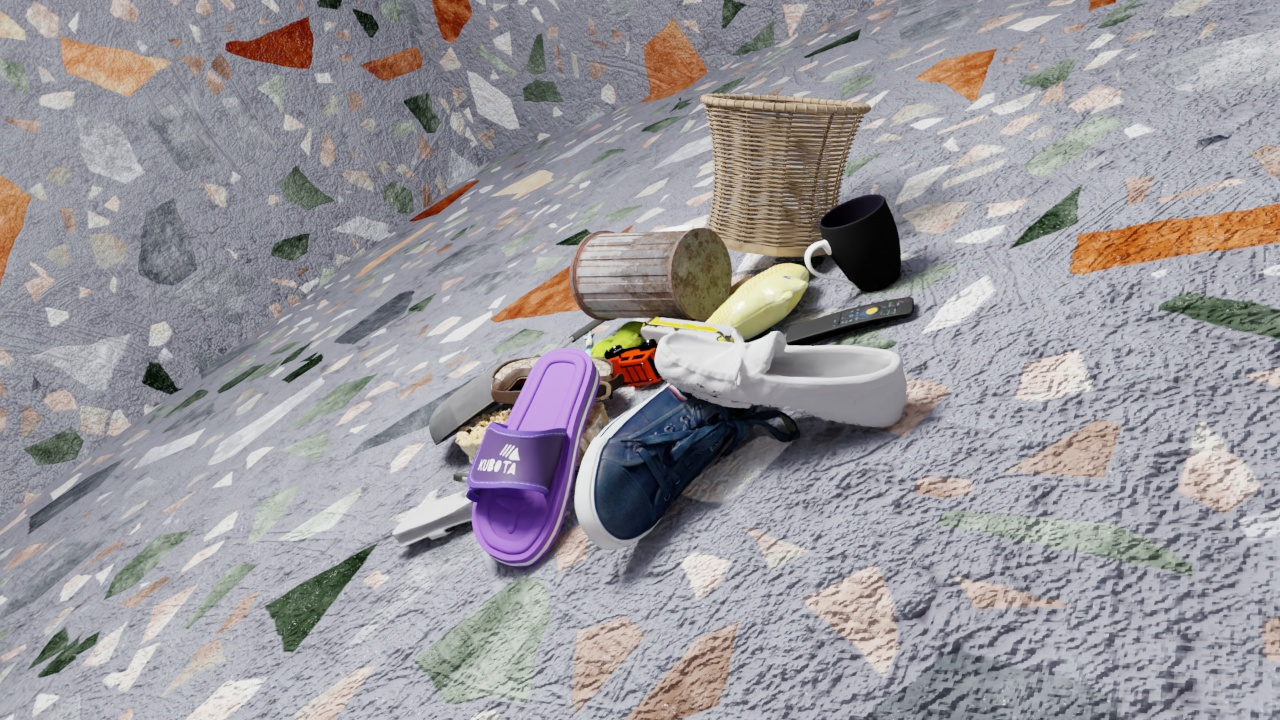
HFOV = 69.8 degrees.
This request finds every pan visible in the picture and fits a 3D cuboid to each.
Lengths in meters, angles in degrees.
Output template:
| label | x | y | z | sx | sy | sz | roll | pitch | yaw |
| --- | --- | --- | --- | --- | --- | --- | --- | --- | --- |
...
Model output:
| label | x | y | z | sx | sy | sz | roll | pitch | yaw |
| --- | --- | --- | --- | --- | --- | --- | --- | --- | --- |
| pan | -0.163 | 0.005 | 1.339 | 0.356 | 0.041 | 0.179 | -36 | 0 | -26 |

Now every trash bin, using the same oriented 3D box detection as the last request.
| label | x | y | z | sx | sy | sz | roll | pitch | yaw |
| --- | --- | --- | --- | --- | --- | --- | --- | --- | --- |
| trash bin | 0.007 | -0.118 | 1.275 | 0.211 | 0.131 | 0.130 | 4 | 39 | 45 |

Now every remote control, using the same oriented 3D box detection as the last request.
| label | x | y | z | sx | sy | sz | roll | pitch | yaw |
| --- | --- | --- | --- | --- | --- | --- | --- | --- | --- |
| remote control | 0.242 | -0.044 | 1.066 | 0.152 | 0.020 | 0.041 | -15 | 25 | 27 |

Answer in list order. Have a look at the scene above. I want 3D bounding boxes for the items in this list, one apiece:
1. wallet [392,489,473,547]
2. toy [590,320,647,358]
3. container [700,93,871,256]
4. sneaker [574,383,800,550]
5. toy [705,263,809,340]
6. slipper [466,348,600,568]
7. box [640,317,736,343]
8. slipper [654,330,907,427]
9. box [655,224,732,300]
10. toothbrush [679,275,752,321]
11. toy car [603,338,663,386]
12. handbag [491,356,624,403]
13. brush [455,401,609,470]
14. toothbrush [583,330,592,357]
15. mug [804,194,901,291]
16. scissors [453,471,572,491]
| label | x | y | z | sx | sy | sz | roll | pitch | yaw |
| --- | --- | --- | --- | --- | --- | --- | --- | --- | --- |
| wallet | -0.239 | 0.190 | 1.123 | 0.116 | 0.032 | 0.086 | -22 | 13 | 14 |
| toy | -0.030 | -0.027 | 1.332 | 0.093 | 0.036 | 0.094 | -35 | 16 | -1 |
| container | 0.189 | -0.260 | 1.271 | 0.227 | 0.196 | 0.226 | 3 | 19 | -1 |
| sneaker | 0.055 | 0.078 | 0.918 | 0.128 | 0.121 | 0.293 | -22 | 17 | 50 |
| toy | 0.155 | -0.076 | 1.187 | 0.170 | 0.064 | 0.155 | -39 | 8 | -29 |
| slipper | -0.125 | 0.085 | 1.006 | 0.107 | 0.084 | 0.265 | 2 | 55 | 25 |
| box | 0.068 | -0.020 | 1.149 | 0.033 | 0.064 | 0.210 | -40 | 21 | -17 |
| slipper | 0.133 | 0.008 | 0.894 | 0.247 | 0.075 | 0.112 | 9 | 21 | 18 |
| box | 0.077 | -0.140 | 1.358 | 0.191 | 0.110 | 0.083 | 7 | 43 | 50 |
| toothbrush | 0.087 | -0.069 | 1.285 | 0.167 | 0.016 | 0.016 | -31 | 41 | 16 |
| toy car | -0.007 | 0.007 | 1.208 | 0.100 | 0.051 | 0.048 | -9 | 27 | 40 |
| handbag | -0.107 | 0.033 | 1.171 | 0.166 | 0.063 | 0.138 | 0 | 13 | 8 |
| brush | -0.133 | 0.099 | 1.153 | 0.272 | 0.057 | 0.083 | -5 | 31 | 45 |
| toothbrush | -0.080 | -0.016 | 1.391 | 0.022 | 0.016 | 0.154 | -61 | 13 | 19 |
| mug | 0.261 | -0.131 | 1.123 | 0.119 | 0.100 | 0.085 | -30 | 22 | -2 |
| scissors | -0.158 | 0.146 | 1.092 | 0.131 | 0.012 | 0.170 | 3 | 1 | -24 |
